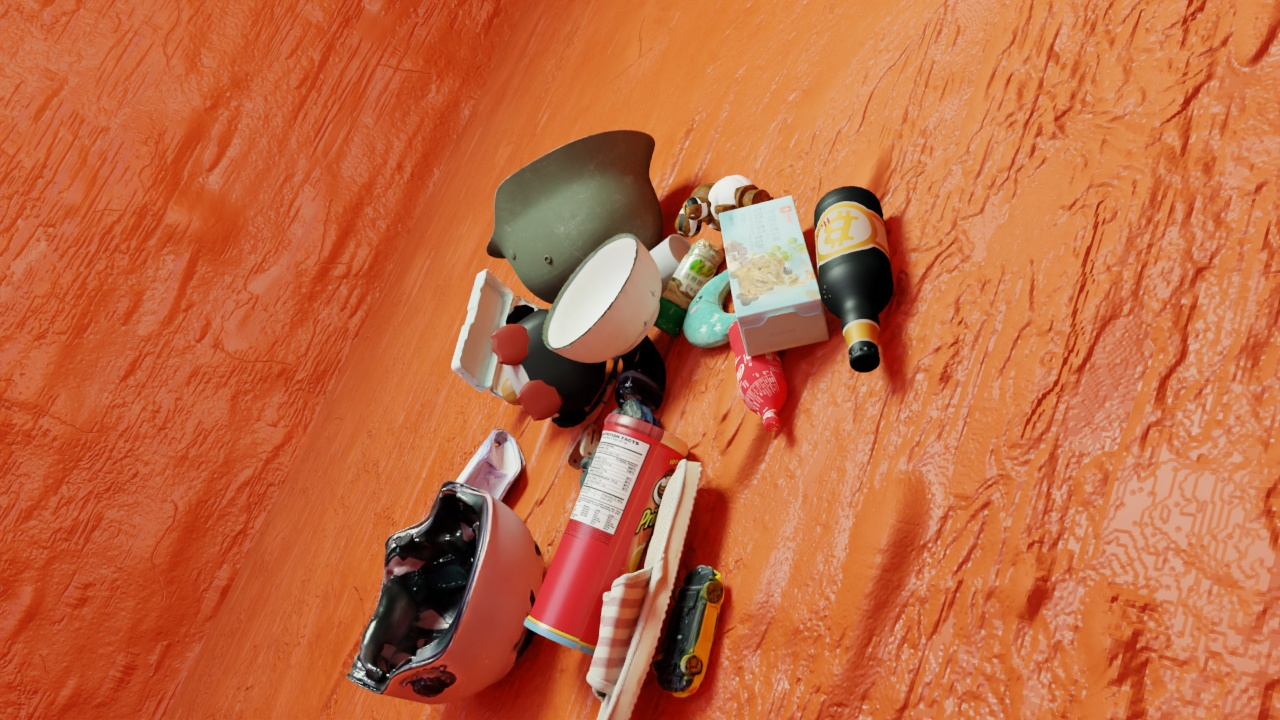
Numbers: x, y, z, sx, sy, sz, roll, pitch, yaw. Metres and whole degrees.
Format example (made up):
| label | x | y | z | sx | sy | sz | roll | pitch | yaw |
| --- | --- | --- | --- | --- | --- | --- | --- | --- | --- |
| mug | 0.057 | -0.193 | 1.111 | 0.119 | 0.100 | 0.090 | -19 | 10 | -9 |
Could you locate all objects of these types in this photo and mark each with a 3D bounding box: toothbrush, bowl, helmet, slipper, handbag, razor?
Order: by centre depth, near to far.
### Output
| label | x | y | z | sx | sy | sz | roll | pitch | yaw |
| --- | --- | --- | --- | --- | --- | --- | --- | --- | --- |
| slipper | -0.004 | 0.199 | 0.775 | 0.115 | 0.052 | 0.262 | 106 | -176 | -61 |
| helmet | -0.193 | 0.263 | 0.994 | 0.256 | 0.152 | 0.229 | -43 | 27 | 31 |
| bowl | -0.032 | -0.058 | 1.008 | 0.154 | 0.073 | 0.153 | -40 | 28 | 26 |
| razor | -0.006 | 0.006 | 1.033 | 0.064 | 0.053 | 0.140 | -44 | 27 | 19 |
| toothbrush | -0.039 | 0.030 | 1.117 | 0.135 | 0.017 | 0.021 | -63 | 21 | 1 |
| helmet | -0.072 | -0.156 | 1.178 | 0.269 | 0.226 | 0.153 | -29 | 80 | 34 |
| handbag | -0.221 | 0.179 | 1.250 | 0.159 | 0.069 | 0.126 | -56 | 11 | 8 |

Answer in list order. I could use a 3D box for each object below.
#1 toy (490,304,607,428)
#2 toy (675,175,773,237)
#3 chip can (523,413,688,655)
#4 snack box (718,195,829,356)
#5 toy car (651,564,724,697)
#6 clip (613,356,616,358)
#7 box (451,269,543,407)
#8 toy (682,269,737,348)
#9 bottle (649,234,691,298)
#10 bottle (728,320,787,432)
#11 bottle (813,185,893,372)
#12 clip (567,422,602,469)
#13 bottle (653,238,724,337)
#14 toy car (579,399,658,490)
| label | x | y | z | sx | sy | sz | roll | pitch | yaw |
| --- | --- | --- | --- | --- | --- | --- | --- | --- | --- |
| toy | -0.106 | 0.008 | 1.142 | 0.140 | 0.159 | 0.184 | -26 | -4 | -14 |
| toy | 0.095 | -0.168 | 0.999 | 0.113 | 0.087 | 0.067 | 18 | 119 | 53 |
| chip can | -0.031 | 0.164 | 0.874 | 0.087 | 0.087 | 0.213 | -1 | 64 | 62 |
| snack box | 0.120 | -0.082 | 0.848 | 0.075 | 0.053 | 0.174 | -12 | 41 | 9 |
| toy car | 0.042 | 0.217 | 0.743 | 0.049 | 0.030 | 0.106 | -24 | 41 | 55 |
| clip | -0.037 | -0.024 | 1.161 | 0.061 | 0.026 | 0.049 | -21 | 40 | 64 |
| box | -0.203 | -0.030 | 1.343 | 0.044 | 0.136 | 0.196 | -33 | 36 | 37 |
| toy | 0.079 | -0.053 | 0.960 | 0.085 | 0.033 | 0.105 | -36 | 32 | 24 |
| bottle | -0.014 | -0.080 | 1.119 | 0.196 | 0.052 | 0.052 | -34 | 35 | 37 |
| bottle | 0.107 | 0.011 | 0.823 | 0.042 | 0.042 | 0.141 | -46 | 29 | 29 |
| bottle | 0.176 | -0.065 | 0.751 | 0.059 | 0.059 | 0.181 | -39 | 33 | 39 |
| clip | -0.067 | 0.100 | 1.083 | 0.061 | 0.026 | 0.049 | -54 | 24 | 11 |
| bottle | 0.052 | -0.081 | 1.027 | 0.111 | 0.043 | 0.043 | -58 | 25 | 1 |
| toy car | -0.024 | 0.100 | 0.975 | 0.120 | 0.043 | 0.056 | -56 | 25 | 17 |
